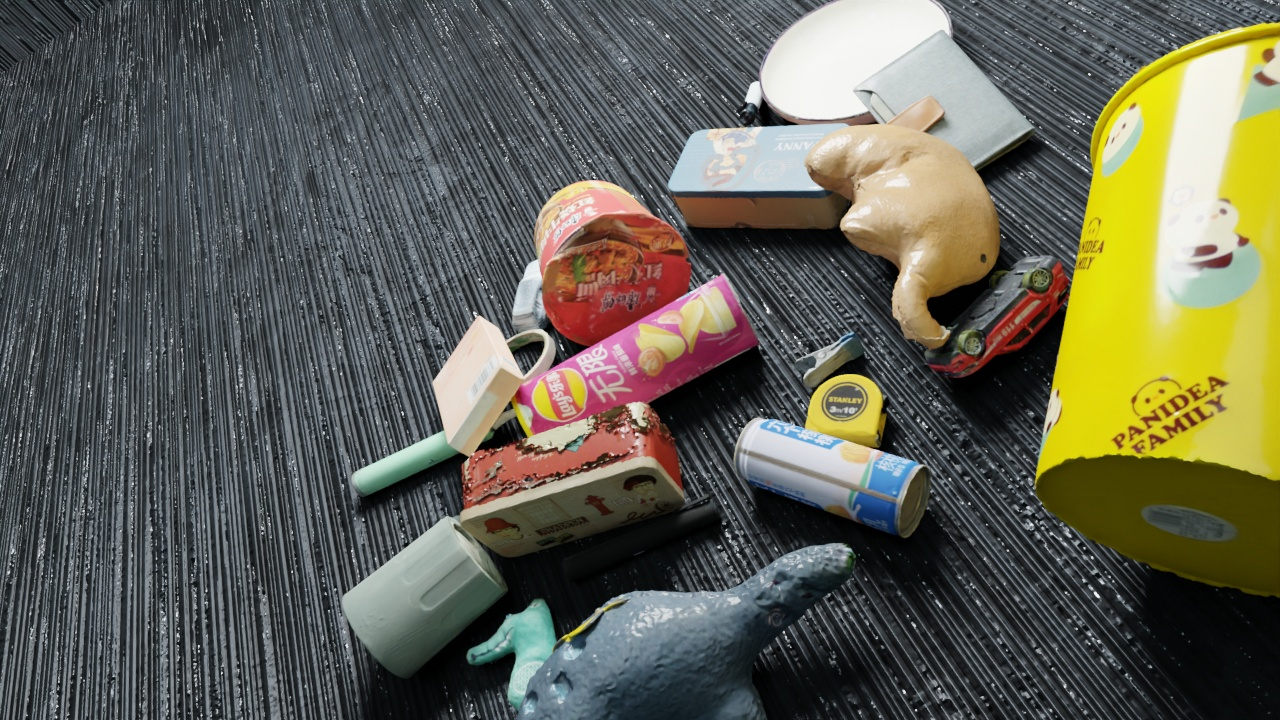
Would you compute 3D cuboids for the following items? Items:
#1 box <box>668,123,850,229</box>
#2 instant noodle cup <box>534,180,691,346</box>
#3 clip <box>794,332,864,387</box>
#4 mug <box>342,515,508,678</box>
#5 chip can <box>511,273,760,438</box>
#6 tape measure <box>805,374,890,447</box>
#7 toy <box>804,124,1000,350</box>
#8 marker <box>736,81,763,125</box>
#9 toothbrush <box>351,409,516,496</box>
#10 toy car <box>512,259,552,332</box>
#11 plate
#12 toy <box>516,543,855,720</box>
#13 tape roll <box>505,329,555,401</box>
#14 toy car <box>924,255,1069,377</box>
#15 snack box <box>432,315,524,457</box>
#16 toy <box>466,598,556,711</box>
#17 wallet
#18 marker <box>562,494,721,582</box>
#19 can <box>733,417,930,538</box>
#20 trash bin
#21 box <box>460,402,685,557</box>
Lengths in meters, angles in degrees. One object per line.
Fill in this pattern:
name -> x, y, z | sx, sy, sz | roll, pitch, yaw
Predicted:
box -> 0.122, -0.173, 0.870 | 0.185, 0.059, 0.089 | 3, 58, 31
instant noodle cup -> -0.034, -0.095, 0.852 | 0.138, 0.138, 0.108 | -32, 38, 3
clip -> 0.154, -0.001, 0.745 | 0.057, 0.024, 0.029 | -29, 44, 11
mug -> -0.177, 0.182, 0.752 | 0.103, 0.084, 0.124 | -39, 22, -6
chip can -> -0.005, 0.005, 0.792 | 0.210, 0.071, 0.071 | -29, 47, 5
tape measure -> 0.160, 0.041, 0.706 | 0.060, 0.029, 0.057 | 2, 58, 29
toy -> 0.219, -0.107, 0.722 | 0.143, 0.083, 0.225 | -6, 49, -9
marker -> 0.114, -0.265, 0.935 | 0.018, 0.022, 0.130 | -29, 19, 25
toothbrush -> -0.170, 0.073, 0.858 | 0.225, 0.027, 0.026 | -25, 44, 9
toy car -> -0.106, -0.068, 0.928 | 0.043, 0.034, 0.090 | -9, 51, 26
plate -> 0.217, -0.297, 0.927 | 0.193, 0.039, 0.192 | -14, 51, 18
toy -> -0.004, 0.235, 0.606 | 0.356, 0.091, 0.138 | -46, 60, -8
tape roll -> -0.120, 0.005, 0.878 | 0.086, 0.014, 0.085 | -25, 35, 19
toy car -> 0.268, -0.029, 0.686 | 0.120, 0.045, 0.053 | -40, 10, -6
snack box -> -0.151, 0.019, 0.835 | 0.084, 0.026, 0.157 | -55, 24, 6
toy -> -0.086, 0.225, 0.696 | 0.096, 0.030, 0.091 | -24, 44, 5
wallet -> 0.266, -0.223, 0.819 | 0.106, 0.037, 0.129 | -33, 71, 1
marker -> 0.000, 0.140, 0.720 | 0.132, 0.022, 0.020 | -25, 11, 9
can -> 0.137, 0.082, 0.669 | 0.135, 0.053, 0.053 | 16, 64, 36
trash bin -> 0.355, -0.016, 0.527 | 0.230, 0.229, 0.254 | 11, 68, 34
box -> -0.056, 0.091, 0.740 | 0.168, 0.091, 0.076 | -19, 52, 14
